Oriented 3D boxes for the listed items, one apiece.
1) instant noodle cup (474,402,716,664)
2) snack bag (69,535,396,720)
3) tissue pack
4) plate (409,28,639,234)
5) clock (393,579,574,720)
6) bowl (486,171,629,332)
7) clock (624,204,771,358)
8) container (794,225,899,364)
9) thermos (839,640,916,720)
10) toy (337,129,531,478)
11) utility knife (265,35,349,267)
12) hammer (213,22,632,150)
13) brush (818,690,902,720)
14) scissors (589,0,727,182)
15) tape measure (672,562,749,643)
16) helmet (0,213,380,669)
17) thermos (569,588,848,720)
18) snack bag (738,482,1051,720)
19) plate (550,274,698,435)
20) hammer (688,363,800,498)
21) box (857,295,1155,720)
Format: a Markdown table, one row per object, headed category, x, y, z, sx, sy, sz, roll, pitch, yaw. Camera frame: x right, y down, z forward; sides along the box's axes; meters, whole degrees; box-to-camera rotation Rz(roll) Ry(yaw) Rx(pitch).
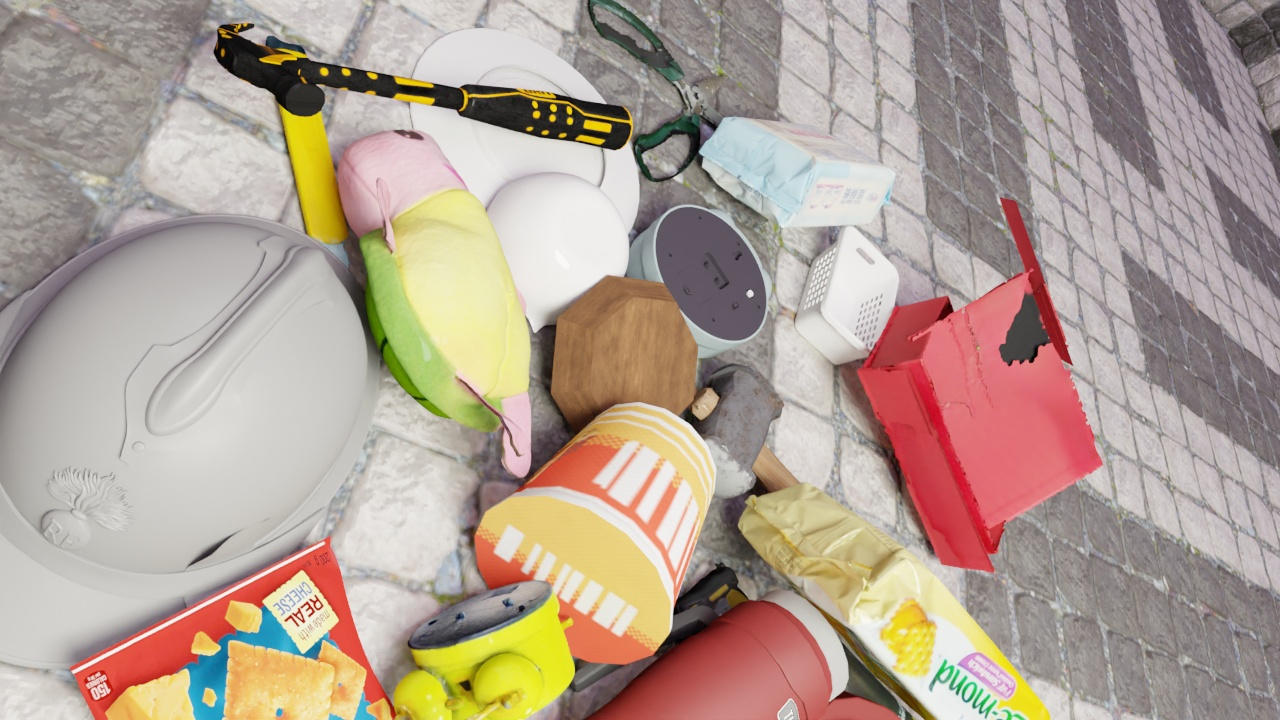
| category | x | y | z | sx | sy | sz | roll | pitch | yaw |
| --- | --- | --- | --- | --- | --- | --- | --- | --- | --- |
| instant noodle cup | -0.017 | 0.097 | 0.570 | 0.123 | 0.124 | 0.120 | 50 | 38 | -9 |
| snack bag | -0.176 | 0.178 | 0.440 | 0.130 | 0.039 | 0.144 | -26 | 93 | -47 |
| tissue pack | 0.152 | -0.173 | 0.854 | 0.181 | 0.070 | 0.112 | -9 | 40 | -47 |
| plate | -0.080 | -0.174 | 0.718 | 0.208 | 0.015 | 0.208 | 19 | 57 | -33 |
| clock | -0.083 | 0.161 | 0.487 | 0.119 | 0.083 | 0.057 | -30 | 102 | -72 |
| bowl | -0.051 | -0.086 | 0.660 | 0.114 | 0.051 | 0.114 | 11 | 72 | -37 |
| clock | 0.053 | -0.069 | 0.760 | 0.158 | 0.045 | 0.122 | -37 | 94 | -46 |
| container | 0.194 | -0.056 | 0.869 | 0.080 | 0.050 | 0.129 | 39 | 48 | -19 |
| thermos | 0.186 | 0.306 | 0.653 | 0.221 | 0.098 | 0.097 | 50 | 46 | -5 |
| toy | -0.118 | -0.042 | 0.545 | 0.238 | 0.088 | 0.190 | 64 | 12 | 16 |
| utility knife | -0.203 | -0.104 | 0.576 | 0.030 | 0.019 | 0.224 | -7 | 72 | -38 |
| hammer | -0.124 | -0.180 | 0.628 | 0.319 | 0.036 | 0.123 | -6 | 36 | -48 |
| brush | 0.118 | 0.298 | 0.575 | 0.082 | 0.042 | 0.173 | 31 | 76 | -4 |
| scissors | 0.023 | -0.234 | 0.839 | 0.201 | 0.015 | 0.203 | 30 | 51 | -24 |
| tape measure | 0.054 | 0.182 | 0.639 | 0.061 | 0.034 | 0.061 | -29 | 91 | -44 |
| helmet | -0.211 | 0.010 | 0.440 | 0.183 | 0.118 | 0.270 | 41 | 50 | -17 |
| thermos | 0.021 | 0.209 | 0.549 | 0.198 | 0.084 | 0.108 | -24 | 46 | -32 |
| snack bag | 0.182 | 0.187 | 0.644 | 0.068 | 0.160 | 0.247 | -46 | 114 | -7 |
| plate | -0.003 | 0.004 | 0.651 | 0.131 | 0.025 | 0.131 | -5 | 98 | -39 |
| hammer | 0.153 | 0.140 | 0.741 | 0.328 | 0.052 | 0.097 | 46 | 47 | -18 |
| box | 0.277 | 0.113 | 0.678 | 0.214 | 0.171 | 0.478 | 64 | 0 | -16 |
